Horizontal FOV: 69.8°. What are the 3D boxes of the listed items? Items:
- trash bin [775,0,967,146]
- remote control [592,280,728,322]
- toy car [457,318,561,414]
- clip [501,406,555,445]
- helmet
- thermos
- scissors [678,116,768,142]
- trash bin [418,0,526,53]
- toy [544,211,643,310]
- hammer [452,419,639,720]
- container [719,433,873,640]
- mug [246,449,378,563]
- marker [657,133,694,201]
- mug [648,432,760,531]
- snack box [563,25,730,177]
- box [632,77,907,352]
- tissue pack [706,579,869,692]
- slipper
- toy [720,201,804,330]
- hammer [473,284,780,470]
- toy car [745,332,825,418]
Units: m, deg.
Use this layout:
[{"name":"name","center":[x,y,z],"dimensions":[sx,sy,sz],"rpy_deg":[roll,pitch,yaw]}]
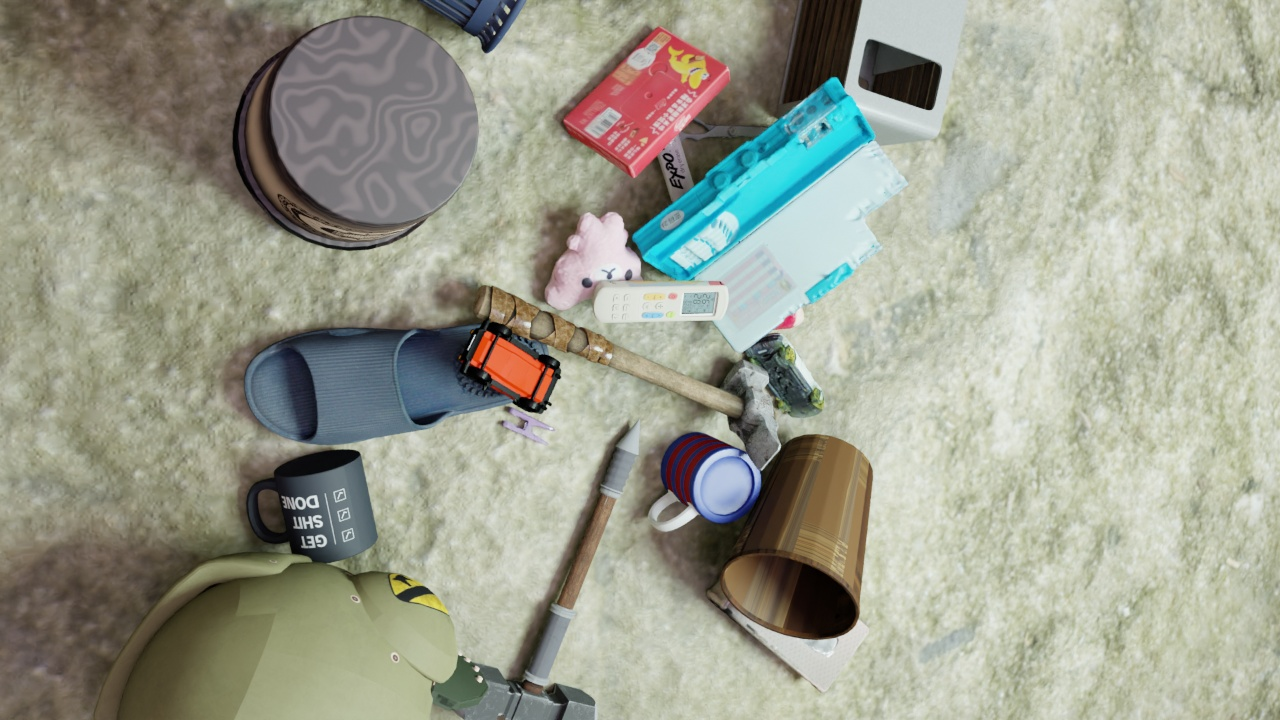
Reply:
[{"name":"trash bin","center":[0.231,-0.339,0.895],"dimensions":[0.114,0.114,0.229],"rpy_deg":[9,94,-24]},{"name":"remote control","center":[0.019,-0.054,0.840],"dimensions":[0.125,0.018,0.038],"rpy_deg":[-2,127,-10]},{"name":"toy car","center":[-0.113,0.007,0.785],"dimensions":[0.100,0.049,0.051],"rpy_deg":[36,71,-40]},{"name":"clip","center":[-0.105,0.059,0.871],"dimensions":[0.053,0.013,0.037],"rpy_deg":[11,93,-21]},{"name":"helmet","center":[-0.267,0.254,0.687],"dimensions":[0.233,0.256,0.250],"rpy_deg":[37,84,-28]},{"name":"thermos","center":[-0.207,-0.164,0.675],"dimensions":[0.172,0.226,0.173],"rpy_deg":[-4,99,-23]},{"name":"scissors","center":[0.075,-0.217,0.904],"dimensions":[0.171,0.014,0.090],"rpy_deg":[19,92,-22]},{"name":"trash bin","center":[-0.194,-0.365,0.701],"dimensions":[0.249,0.139,0.139],"rpy_deg":[27,87,-23]},{"name":"toy","center":[-0.040,-0.093,0.848],"dimensions":[0.099,0.052,0.096],"rpy_deg":[-8,127,-21]},{"name":"hammer","center":[-0.062,0.210,0.901],"dimensions":[0.156,0.043,0.322],"rpy_deg":[23,86,-24]},{"name":"container","center":[0.166,0.167,0.912],"dimensions":[0.132,0.132,0.166],"rpy_deg":[49,44,-22]},{"name":"mug","center":[-0.283,0.125,0.782],"dimensions":[0.105,0.071,0.077],"rpy_deg":[-7,102,5]},{"name":"marker","center":[0.035,-0.179,0.879],"dimensions":[0.025,0.025,0.126],"rpy_deg":[-27,115,-17]},{"name":"mug","center":[0.056,0.128,0.915],"dimensions":[0.111,0.076,0.075],"rpy_deg":[-43,111,-12]},{"name":"snack box","center":[0.006,-0.238,0.837],"dimensions":[0.132,0.089,0.021],"rpy_deg":[-47,157,-10]},{"name":"box","center":[0.126,-0.135,0.855],"dimensions":[0.228,0.083,0.172],"rpy_deg":[-37,122,17]},{"name":"tissue pack","center":[0.169,0.273,0.994],"dimensions":[0.181,0.071,0.103],"rpy_deg":[44,81,-19]},{"name":"slipper","center":[-0.197,0.020,0.789],"dimensions":[0.263,0.082,0.101],"rpy_deg":[-8,102,-23]},{"name":"toy","center":[0.126,-0.099,0.920],"dimensions":[0.105,0.067,0.137],"rpy_deg":[-1,91,-14]},{"name":"hammer","center":[-0.005,0.005,0.854],"dimensions":[0.318,0.121,0.049],"rpy_deg":[23,122,-20]},{"name":"toy car","center":[0.153,0.014,0.957],"dimensions":[0.105,0.048,0.032],"rpy_deg":[54,43,-20]}]
